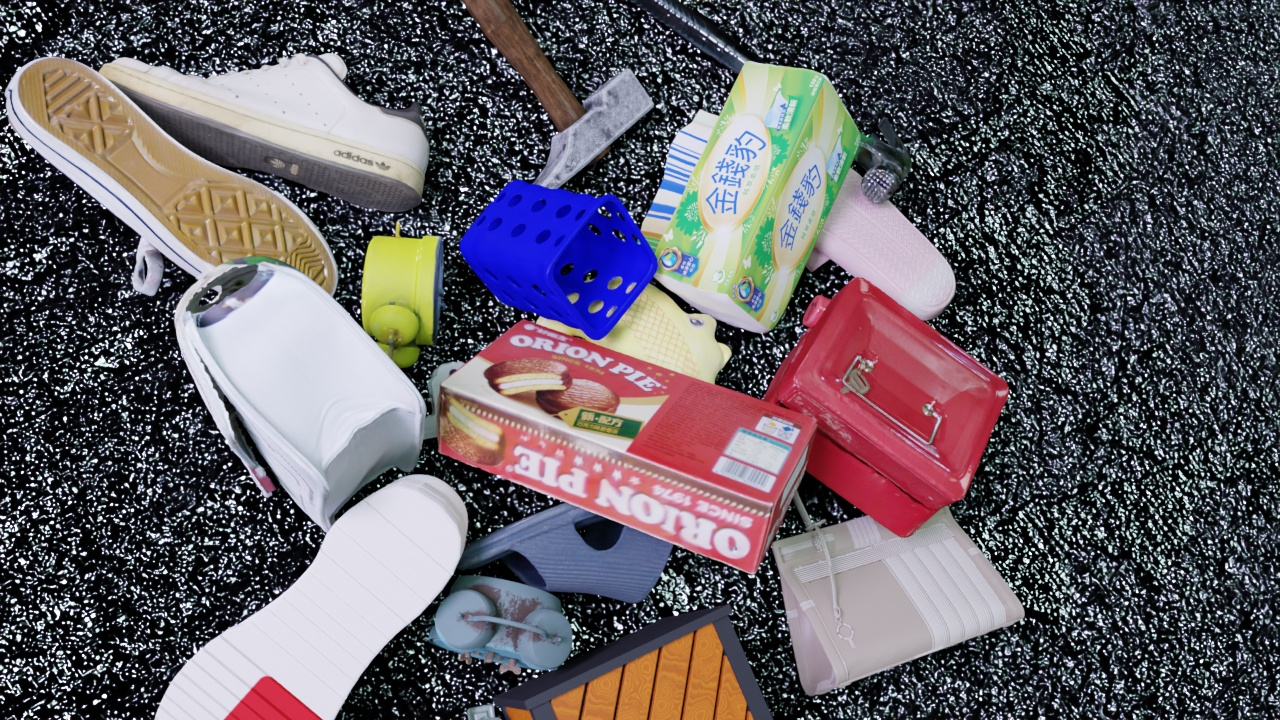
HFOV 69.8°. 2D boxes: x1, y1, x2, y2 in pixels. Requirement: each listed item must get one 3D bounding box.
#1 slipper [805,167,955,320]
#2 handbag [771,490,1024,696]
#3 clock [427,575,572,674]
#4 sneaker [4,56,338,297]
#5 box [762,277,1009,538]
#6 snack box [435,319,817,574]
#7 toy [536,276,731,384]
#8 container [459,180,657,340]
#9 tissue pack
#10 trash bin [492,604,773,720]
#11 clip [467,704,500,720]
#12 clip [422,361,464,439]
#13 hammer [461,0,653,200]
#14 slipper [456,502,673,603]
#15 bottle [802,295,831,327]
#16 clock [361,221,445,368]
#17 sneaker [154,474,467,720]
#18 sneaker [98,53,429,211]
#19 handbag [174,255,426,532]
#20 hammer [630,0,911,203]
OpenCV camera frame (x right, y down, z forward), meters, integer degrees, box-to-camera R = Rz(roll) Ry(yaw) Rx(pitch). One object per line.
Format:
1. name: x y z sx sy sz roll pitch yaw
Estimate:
1. slipper: 0.187 -0.116 0.830 0.221 0.056 0.106 40 57 12
2. handbag: 0.185 0.146 0.751 0.175 0.062 0.197 -12 67 -20
3. clock: -0.092 0.176 0.608 0.090 0.124 0.053 16 65 -11
4. sneaker: -0.335 -0.107 0.659 0.241 0.088 0.118 40 51 -24
5. box: 0.178 0.047 0.726 0.157 0.127 0.136 38 55 1
6. snack box: -0.010 0.051 0.628 0.236 0.060 0.112 19 32 16
7. toy: -0.004 0.004 0.732 0.154 0.065 0.170 -22 73 -8
8. container: -0.064 -0.080 0.698 0.085 0.114 0.084 -53 135 -18
9. tissue pack: 0.071 -0.138 0.760 0.141 0.120 0.197 23 80 34
10. trash bin: 0.009 0.273 0.597 0.139 0.140 0.171 -19 78 -22
11. clip: -0.103 0.277 0.625 0.023 0.061 0.075 -6 88 -17
12. clip: -0.144 0.030 0.706 0.101 0.044 0.054 -9 86 -20
13. hammer: -0.146 -0.264 0.737 0.217 0.037 0.300 -46 110 -25
14. slipper: -0.004 0.132 0.673 0.263 0.101 0.082 -13 83 -26
15. bottle: 0.208 -0.013 0.799 0.137 0.062 0.061 26 66 -6
16. clock: -0.175 -0.041 0.683 0.057 0.083 0.119 4 67 -10
17. sneaker: -0.204 0.168 0.603 0.090 0.104 0.236 42 93 -4
18. sneaker: -0.276 -0.197 0.701 0.241 0.089 0.102 17 76 -15
19. handbag: -0.218 0.030 0.583 0.142 0.199 0.096 45 67 3
20. hammer: 0.116 -0.264 0.857 0.319 0.032 0.129 37 37 5
